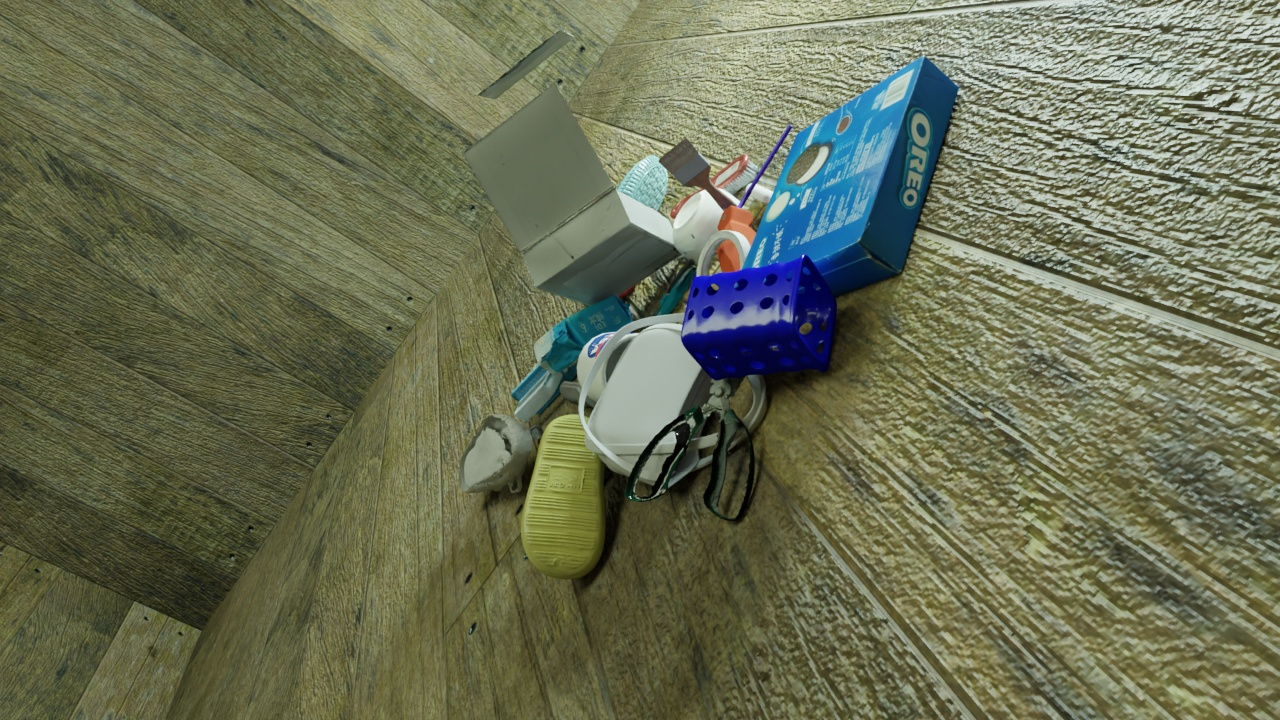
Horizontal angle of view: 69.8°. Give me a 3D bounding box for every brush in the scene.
[{"bbox_3d":[0.086,-0.211,1.130,0.045,0.143,0.008,-32,31,31],"label":"brush"},{"bbox_3d":[-0.140,0.030,1.400,0.136,0.055,0.075,-45,18,27],"label":"brush"},{"bbox_3d":[0.102,-0.237,1.293,0.173,0.030,0.040,-27,36,51],"label":"brush"}]

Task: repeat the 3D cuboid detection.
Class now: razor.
[{"bbox_3d":[-0.053,0.011,1.265,0.116,0.047,0.088,-53,19,-14],"label":"razor"}]

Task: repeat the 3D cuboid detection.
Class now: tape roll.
[{"bbox_3d":[0.093,-0.098,1.020,0.093,0.013,0.093,-13,75,58],"label":"tape roll"}]

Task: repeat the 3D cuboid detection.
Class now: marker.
[{"bbox_3d":[0.160,-0.202,1.134,0.020,0.017,0.133,-19,21,-6],"label":"marker"}]

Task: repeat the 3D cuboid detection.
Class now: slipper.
[{"bbox_3d":[-0.042,-0.215,1.477,0.276,0.069,0.116,-63,-23,-9],"label":"slipper"},{"bbox_3d":[-0.203,0.143,1.318,0.247,0.074,0.112,-42,66,60],"label":"slipper"},{"bbox_3d":[-0.082,0.156,1.031,0.082,0.091,0.190,92,-179,-62],"label":"slipper"}]

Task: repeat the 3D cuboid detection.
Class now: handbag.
[{"bbox_3d":[0.047,0.030,0.953,0.223,0.095,0.215,3,61,53],"label":"handbag"}]

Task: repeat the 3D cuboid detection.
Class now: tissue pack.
[{"bbox_3d":[-0.082,-0.034,1.307,0.144,0.061,0.093,-30,-2,-45],"label":"tissue pack"}]

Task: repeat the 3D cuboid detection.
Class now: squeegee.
[{"bbox_3d":[0.115,-0.130,1.067,0.184,0.055,0.250,-96,28,-43],"label":"squeegee"}]

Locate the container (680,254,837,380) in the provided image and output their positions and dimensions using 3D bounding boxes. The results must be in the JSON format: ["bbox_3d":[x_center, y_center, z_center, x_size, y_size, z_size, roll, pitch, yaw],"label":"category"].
[{"bbox_3d":[0.108,-0.036,0.841,0.114,0.084,0.085,-7,54,33],"label":"container"}]

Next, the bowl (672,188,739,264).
[{"bbox_3d":[0.083,-0.186,1.230,0.105,0.054,0.104,-45,24,26],"label":"bowl"}]

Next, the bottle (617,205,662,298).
[{"bbox_3d":[-0.023,-0.151,1.402,0.062,0.062,0.176,-12,48,62],"label":"bottle"}]

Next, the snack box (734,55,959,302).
[{"bbox_3d":[0.203,-0.167,0.928,0.196,0.056,0.238,-21,41,58],"label":"snack box"}]

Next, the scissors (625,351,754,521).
[{"bbox_3d":[0.080,0.063,0.856,0.155,0.015,0.209,26,80,47],"label":"scissors"}]

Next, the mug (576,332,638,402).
[{"bbox_3d":[-0.007,0.006,1.110,0.121,0.091,0.090,-25,12,-19],"label":"mug"}]

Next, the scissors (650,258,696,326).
[{"bbox_3d":[0.032,-0.069,1.202,0.139,0.019,0.128,-40,24,62],"label":"scissors"}]

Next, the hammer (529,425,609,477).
[{"bbox_3d":[-0.118,0.133,1.228,0.098,0.044,0.322,-56,18,0],"label":"hammer"}]

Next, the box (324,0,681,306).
[{"bbox_3d":[-0.151,-0.253,1.180,0.167,0.506,0.148,-31,33,21],"label":"box"}]
